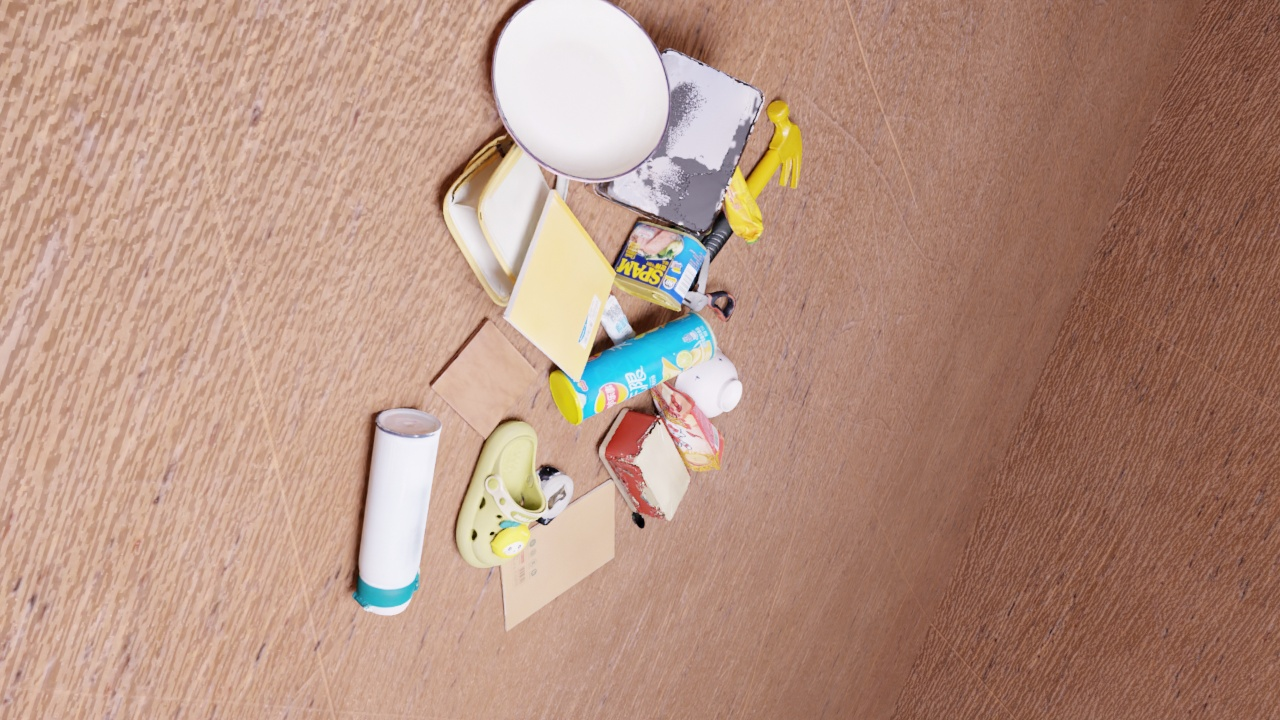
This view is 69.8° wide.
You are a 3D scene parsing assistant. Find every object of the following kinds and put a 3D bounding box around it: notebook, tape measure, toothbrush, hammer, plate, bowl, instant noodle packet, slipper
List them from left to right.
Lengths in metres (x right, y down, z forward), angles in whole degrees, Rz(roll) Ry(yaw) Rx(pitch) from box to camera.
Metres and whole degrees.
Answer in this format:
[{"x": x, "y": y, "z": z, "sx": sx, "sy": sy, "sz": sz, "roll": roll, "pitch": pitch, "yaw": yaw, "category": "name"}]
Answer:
[{"x": -0.158, "y": 0.168, "z": 1.096, "sx": 0.091, "sy": 0.082, "sz": 0.191, "roll": 2, "pitch": 106, "yaw": -49, "category": "slipper"}, {"x": -0.119, "y": 0.170, "z": 1.182, "sx": 0.065, "sy": 0.033, "sz": 0.066, "roll": -44, "pitch": 141, "yaw": -25, "category": "tape measure"}, {"x": -0.111, "y": 0.268, "z": 1.272, "sx": 0.207, "sy": 0.008, "sz": 0.148, "roll": -28, "pitch": 131, "yaw": -39, "category": "notebook"}, {"x": -0.081, "y": -0.074, "z": 1.002, "sx": 0.206, "sy": 0.010, "sz": 0.145, "roll": 48, "pitch": 57, "yaw": -65, "category": "notebook"}, {"x": -0.062, "y": -0.272, "z": 0.928, "sx": 0.192, "sy": 0.039, "sz": 0.192, "roll": 2, "pitch": 86, "yaw": -25, "category": "plate"}, {"x": -0.025, "y": 0.188, "z": 1.331, "sx": 0.014, "sy": 0.016, "sz": 0.190, "roll": -39, "pitch": 135, "yaw": -17, "category": "toothbrush"}, {"x": 0.111, "y": 0.042, "z": 1.364, "sx": 0.118, "sy": 0.065, "sz": 0.118, "roll": -28, "pitch": 130, "yaw": -38, "category": "bowl"}, {"x": 0.114, "y": -0.222, "z": 1.169, "sx": 0.044, "sy": 0.110, "sz": 0.128, "roll": -24, "pitch": 122, "yaw": 12, "category": "instant noodle packet"}, {"x": 0.136, "y": -0.211, "z": 1.272, "sx": 0.300, "sy": 0.033, "sz": 0.129, "roll": -54, "pitch": 141, "yaw": -14, "category": "hammer"}]

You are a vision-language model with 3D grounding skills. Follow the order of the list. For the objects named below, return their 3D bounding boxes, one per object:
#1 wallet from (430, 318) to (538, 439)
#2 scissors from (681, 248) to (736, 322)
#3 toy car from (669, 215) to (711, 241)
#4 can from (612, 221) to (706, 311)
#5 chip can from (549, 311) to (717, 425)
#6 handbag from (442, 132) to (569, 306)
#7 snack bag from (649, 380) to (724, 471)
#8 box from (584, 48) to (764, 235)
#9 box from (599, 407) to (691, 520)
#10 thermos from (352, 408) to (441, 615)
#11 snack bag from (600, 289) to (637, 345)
[{"x": -0.175, "y": 0.022, "z": 1.038, "sx": 0.101, "sy": 0.020, "sz": 0.115, "roll": -52, "pitch": 139, "yaw": -16, "category": "wallet"}, {"x": 0.083, "y": -0.072, "z": 1.266, "sx": 0.188, "sy": 0.015, "sz": 0.226, "roll": -32, "pitch": 148, "yaw": -41, "category": "scissors"}, {"x": 0.058, "y": -0.164, "z": 1.199, "sx": 0.091, "sy": 0.036, "sz": 0.043, "roll": -51, "pitch": 141, "yaw": -16, "category": "toy car"}, {"x": 0.021, "y": -0.118, "z": 1.128, "sx": 0.057, "sy": 0.102, "sz": 0.083, "roll": 35, "pitch": 80, "yaw": -54, "category": "can"}, {"x": -0.007, "y": 0.007, "z": 1.153, "sx": 0.209, "sy": 0.071, "sz": 0.071, "roll": -25, "pitch": 130, "yaw": -24, "category": "chip can"}, {"x": -0.122, "y": -0.162, "z": 0.972, "sx": 0.178, "sy": 0.063, "sz": 0.163, "roll": -62, "pitch": 147, "yaw": -29, "category": "handbag"}, {"x": 0.059, "y": 0.075, "z": 1.278, "sx": 0.073, "sy": 0.128, "sz": 0.208, "roll": -37, "pitch": 142, "yaw": -5, "category": "snack bag"}, {"x": 0.026, "y": -0.254, "z": 1.069, "sx": 0.150, "sy": 0.166, "sz": 0.182, "roll": 21, "pitch": 100, "yaw": -13, "category": "box"}, {"x": 0.016, "y": 0.152, "z": 1.286, "sx": 0.091, "sy": 0.078, "sz": 0.168, "roll": -59, "pitch": 144, "yaw": -28, "category": "box"}, {"x": -0.259, "y": 0.166, "z": 0.979, "sx": 0.073, "sy": 0.073, "sz": 0.224, "roll": -9, "pitch": 118, "yaw": -48, "category": "thermos"}, {"x": -0.032, "y": -0.045, "z": 1.168, "sx": 0.048, "sy": 0.026, "sz": 0.104, "roll": -58, "pitch": 143, "yaw": -19, "category": "snack bag"}]
